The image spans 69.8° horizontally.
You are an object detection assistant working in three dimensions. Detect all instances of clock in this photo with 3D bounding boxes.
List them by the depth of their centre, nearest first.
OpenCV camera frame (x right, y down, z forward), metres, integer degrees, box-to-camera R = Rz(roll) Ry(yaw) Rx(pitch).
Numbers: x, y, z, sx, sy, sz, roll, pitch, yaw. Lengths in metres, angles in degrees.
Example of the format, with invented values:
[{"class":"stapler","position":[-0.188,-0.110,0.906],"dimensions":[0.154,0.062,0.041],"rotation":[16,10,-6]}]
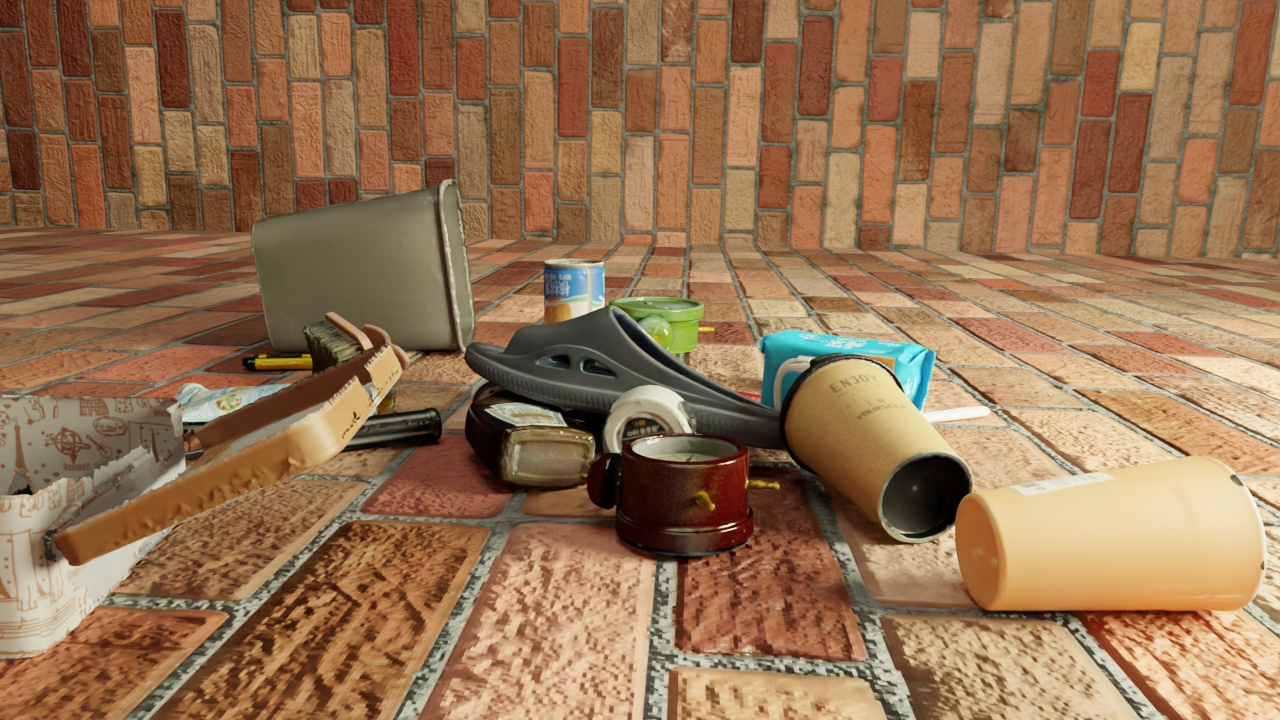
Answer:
[{"class":"clock","position":[0.017,0.075,0.551],"dimensions":[0.081,0.055,0.122],"rotation":[-10,14,-42]},{"class":"clock","position":[0.009,-0.041,1.109],"dimensions":[0.116,0.056,0.160],"rotation":[9,14,35]}]

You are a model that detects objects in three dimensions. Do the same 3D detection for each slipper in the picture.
[{"class":"slipper","position":[-0.004,0.004,0.715],"dimensions":[0.268,0.083,0.110],"rotation":[14,2,17]}]

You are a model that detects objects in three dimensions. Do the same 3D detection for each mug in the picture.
[{"class":"mug","position":[0.229,0.091,0.462],"dimensions":[0.123,0.078,0.078],"rotation":[-3,12,-3]}]

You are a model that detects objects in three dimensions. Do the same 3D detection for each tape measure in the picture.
[{"class":"tape measure","position":[0.007,0.052,0.635],"dimensions":[0.066,0.066,0.033],"rotation":[3,16,10]}]

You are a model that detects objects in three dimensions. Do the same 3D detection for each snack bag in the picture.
[{"class":"snack bag","position":[-0.304,0.036,0.751],"dimensions":[0.191,0.039,0.110],"rotation":[-2,17,-6]}]

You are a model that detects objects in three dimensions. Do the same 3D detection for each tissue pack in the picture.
[{"class":"tissue pack","position":[0.156,0.027,0.710],"dimensions":[0.140,0.090,0.063],"rotation":[9,15,35]}]

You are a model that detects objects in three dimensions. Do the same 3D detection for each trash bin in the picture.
[{"class":"trash bin","position":[-0.316,-0.105,1.081],"dimensions":[0.219,0.199,0.199],"rotation":[-5,13,-4]}]

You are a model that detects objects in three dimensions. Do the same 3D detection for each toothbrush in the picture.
[{"class":"toothbrush","position":[-0.252,0.058,0.672],"dimensions":[0.212,0.027,0.026],"rotation":[-5,52,-29]},{"class":"toothbrush","position":[0.233,0.048,0.798],"dimensions":[0.180,0.016,0.016],"rotation":[-3,15,-22]}]

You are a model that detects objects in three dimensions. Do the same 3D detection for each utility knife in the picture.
[{"class":"utility knife","position":[-0.342,-0.001,0.976],"dimensions":[0.154,0.015,0.033],"rotation":[-2,15,-14]}]

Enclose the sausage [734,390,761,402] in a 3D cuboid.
[{"class":"sausage","position":[0.089,0.037,0.816],"dimensions":[0.156,0.020,0.020],"rotation":[10,14,18]}]

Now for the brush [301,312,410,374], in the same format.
[{"class":"brush","position":[-0.276,-0.007,0.894],"dimensions":[0.072,0.063,0.146],"rotation":[-18,21,-30]}]

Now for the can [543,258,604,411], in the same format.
[{"class":"can","position":[-0.058,-0.021,0.809],"dimensions":[0.053,0.135,0.053],"rotation":[1,12,0]}]

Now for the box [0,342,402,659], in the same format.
[{"class":"box","position":[-0.263,0.059,0.468],"dimensions":[0.272,0.106,0.178],"rotation":[-12,13,-3]}]

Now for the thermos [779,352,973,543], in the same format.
[{"class":"thermos","position":[0.151,0.055,0.596],"dimensions":[0.093,0.093,0.143],"rotation":[-1,19,-11]}]

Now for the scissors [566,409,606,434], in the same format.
[{"class":"scissors","position":[0.012,0.056,0.749],"dimensions":[0.162,0.012,0.175],"rotation":[5,13,12]}]

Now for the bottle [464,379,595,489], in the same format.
[{"class":"bottle","position":[-0.095,0.049,0.697],"dimensions":[0.079,0.044,0.195],"rotation":[4,9,-22]}]
